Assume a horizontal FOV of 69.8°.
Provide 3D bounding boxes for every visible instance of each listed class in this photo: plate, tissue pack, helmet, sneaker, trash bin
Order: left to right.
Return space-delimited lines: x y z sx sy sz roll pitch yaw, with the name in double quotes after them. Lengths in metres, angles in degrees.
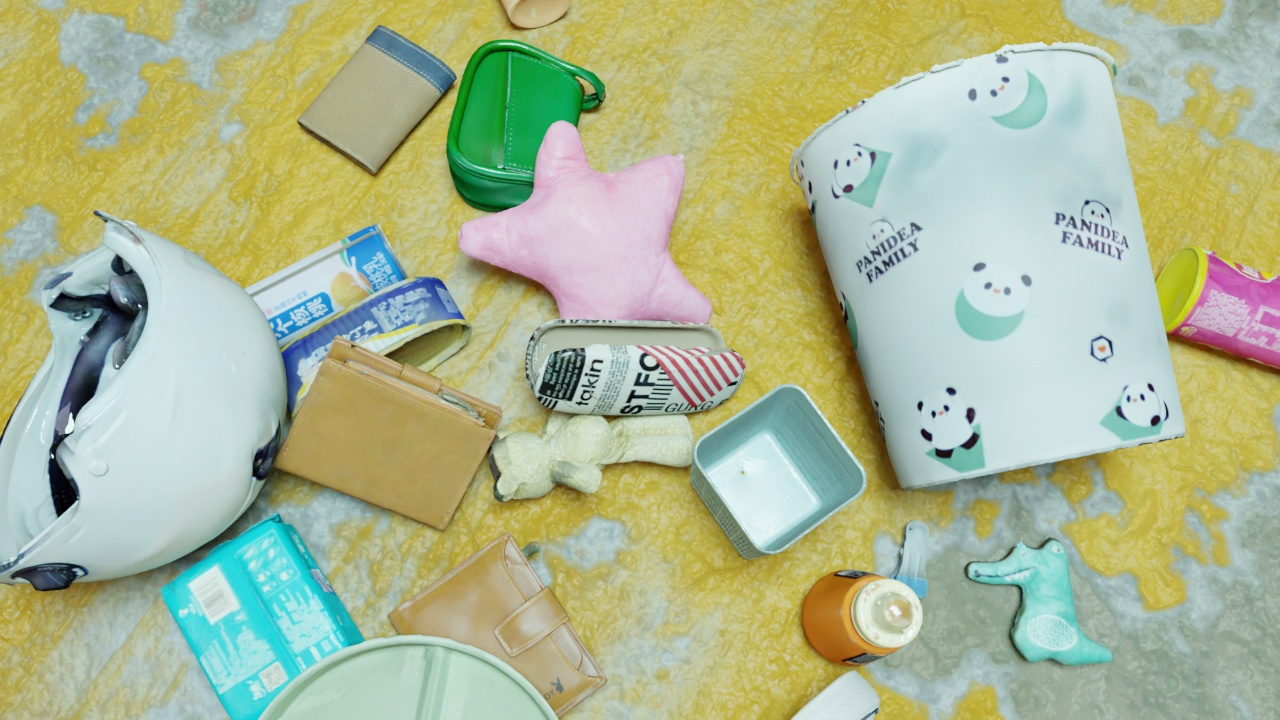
-0.331 0.042 0.622 0.259 0.145 0.228 -43 48 29 "helmet"
-0.262 0.186 0.647 0.093 0.050 0.133 -34 77 -12 "tissue pack"
-0.153 0.296 0.605 0.230 0.027 0.230 0 85 -4 "plate"
0.096 0.318 0.585 0.088 0.118 0.241 31 80 26 "sneaker"
0.245 -0.049 0.646 0.229 0.230 0.251 -10 80 -4 "trash bin"

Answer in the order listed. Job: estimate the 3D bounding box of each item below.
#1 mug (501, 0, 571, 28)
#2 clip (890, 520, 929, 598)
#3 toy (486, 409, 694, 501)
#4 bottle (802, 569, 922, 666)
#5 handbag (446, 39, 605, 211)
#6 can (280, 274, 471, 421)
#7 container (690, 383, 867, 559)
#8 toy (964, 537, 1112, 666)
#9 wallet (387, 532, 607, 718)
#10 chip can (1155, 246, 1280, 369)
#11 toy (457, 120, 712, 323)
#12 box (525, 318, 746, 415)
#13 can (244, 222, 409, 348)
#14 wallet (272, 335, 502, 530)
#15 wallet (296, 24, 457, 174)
-0.106 -0.361 0.806 0.078 0.078 0.122 -20 80 -7 "mug"
0.202 0.148 0.684 0.026 0.038 0.058 12 75 4 "clip"
-0.035 0.069 0.686 0.157 0.066 0.105 -8 41 -8 "toy"
0.150 0.168 0.606 0.067 0.150 0.066 0 73 -1 "bottle"
-0.097 -0.188 0.759 0.120 0.068 0.131 13 72 -5 "handbag"
-0.204 -0.007 0.694 0.148 0.075 0.049 -31 74 -8 "can"
0.090 0.086 0.651 0.090 0.111 0.090 -33 76 -10 "container"
0.289 0.175 0.671 0.096 0.030 0.091 1 68 7 "toy"
-0.097 0.201 0.657 0.119 0.035 0.130 -36 77 -5 "wallet"
0.516 -0.022 0.712 0.210 0.071 0.071 19 74 4 "chip can"
-0.021 -0.088 0.710 0.178 0.074 0.194 -45 103 -1 "toy"
-0.007 0.002 0.687 0.163 0.075 0.082 -2 41 -24 "box"
-0.253 -0.054 0.718 0.134 0.053 0.053 -29 76 -9 "can"
-0.179 0.055 0.657 0.131 0.031 0.108 25 102 -18 "wallet"
-0.224 -0.223 0.782 0.090 0.033 0.115 33 76 11 "wallet"
